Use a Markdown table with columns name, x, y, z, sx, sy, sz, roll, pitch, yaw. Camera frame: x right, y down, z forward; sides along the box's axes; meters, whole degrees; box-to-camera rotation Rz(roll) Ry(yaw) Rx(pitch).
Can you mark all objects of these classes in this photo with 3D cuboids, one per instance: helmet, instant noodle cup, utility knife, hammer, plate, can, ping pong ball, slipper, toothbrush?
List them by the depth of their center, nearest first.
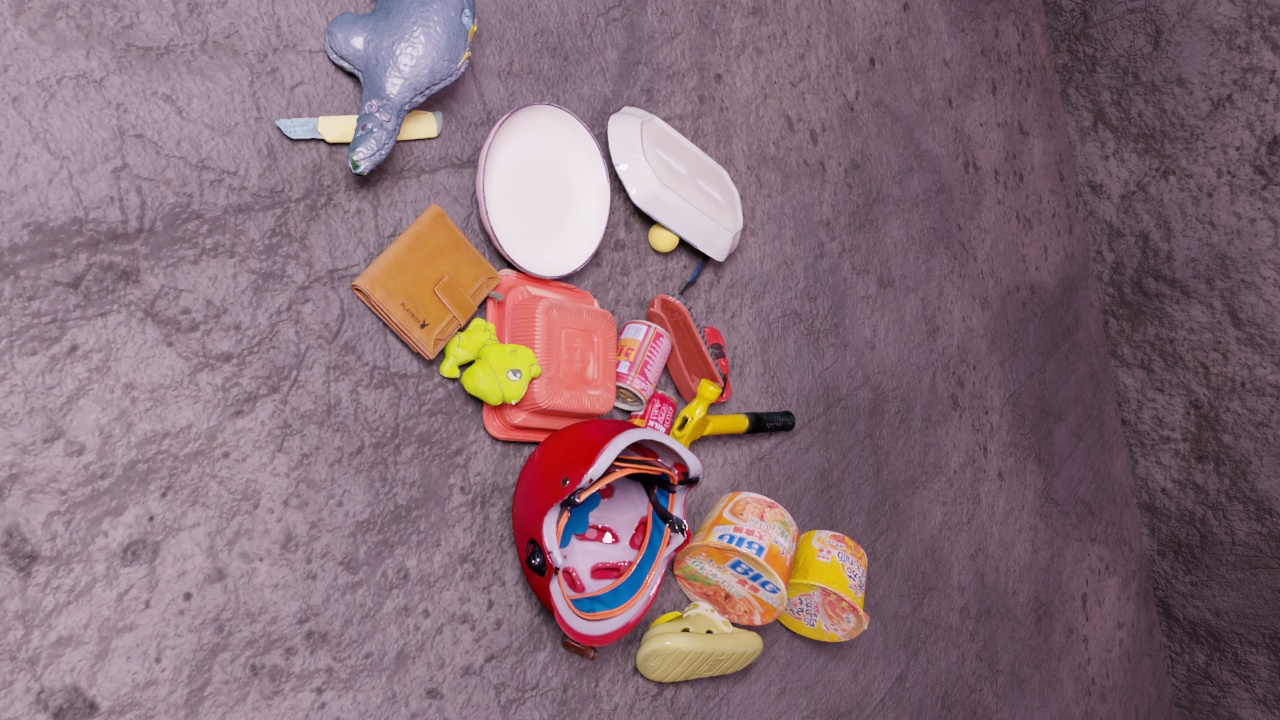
| name | x | y | z | sx | sy | sz | roll | pitch | yaw |
| --- | --- | --- | --- | --- | --- | --- | --- | --- | --- |
| utility knife | -0.265 | -0.229 | 0.894 | 0.189 | 0.020 | 0.031 | -20 | 95 | -53 |
| helmet | -0.054 | 0.169 | 0.991 | 0.206 | 0.144 | 0.240 | -2 | 110 | -44 |
| instant noodle cup | -0.091 | -0.003 | 1.013 | 0.164 | 0.079 | 0.188 | 8 | 79 | -47 |
| plate | -0.112 | -0.187 | 1.022 | 0.192 | 0.039 | 0.192 | -6 | 98 | -48 |
| can | -0.007 | 0.006 | 1.110 | 0.066 | 0.067 | 0.093 | 44 | 55 | -35 |
| can | 0.002 | 0.103 | 1.119 | 0.053 | 0.053 | 0.132 | 40 | 58 | -37 |
| slipper | 0.069 | 0.352 | 1.154 | 0.190 | 0.092 | 0.081 | 13 | 36 | -36 |
| instant noodle cup | 0.131 | 0.249 | 1.182 | 0.151 | 0.152 | 0.111 | 60 | 40 | -23 |
| ping pong ball | 0.030 | -0.160 | 1.188 | 0.040 | 0.040 | 0.040 | 7 | 80 | -47 |
| plate | 0.058 | -0.235 | 1.200 | 0.265 | 0.034 | 0.161 | 27 | 50 | -43 |
| hammer | 0.133 | 0.086 | 1.247 | 0.300 | 0.033 | 0.129 | 3 | 122 | -55 |
| toothbrush | 0.081 | -0.123 | 1.260 | 0.016 | 0.014 | 0.189 | 55 | 49 | -29 |
| instant noodle cup | 0.264 | 0.321 | 1.326 | 0.138 | 0.138 | 0.109 | 57 | 41 | -26 |

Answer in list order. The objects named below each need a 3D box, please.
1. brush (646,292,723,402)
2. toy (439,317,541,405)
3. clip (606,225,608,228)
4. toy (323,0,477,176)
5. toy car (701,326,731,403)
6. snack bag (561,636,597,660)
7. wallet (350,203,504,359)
| name | x | y | z | sx | sy | sz | roll | pitch | yaw |
| --- | --- | --- | --- | --- | --- | --- | --- | --- | --- |
| brush | 0.051 | -0.018 | 1.178 | 0.146 | 0.063 | 0.069 | 64 | 33 | -19 |
| toy | -0.156 | 0.005 | 0.939 | 0.031 | 0.097 | 0.100 | 64 | 1 | -78 |
| clip | -0.062 | -0.179 | 1.105 | 0.043 | 0.027 | 0.058 | -40 | 111 | -34 |
| toy | -0.229 | -0.340 | 0.895 | 0.137 | 0.092 | 0.356 | 8 | 77 | -34 |
| toy car | 0.100 | 0.006 | 1.253 | 0.049 | 0.031 | 0.106 | -4 | 86 | -48 |
| snack bag | -0.055 | 0.287 | 1.057 | 0.048 | 0.026 | 0.104 | 33 | 62 | -27 |
| wallet | -0.208 | -0.074 | 0.924 | 0.119 | 0.035 | 0.130 | 46 | 53 | -17 |
